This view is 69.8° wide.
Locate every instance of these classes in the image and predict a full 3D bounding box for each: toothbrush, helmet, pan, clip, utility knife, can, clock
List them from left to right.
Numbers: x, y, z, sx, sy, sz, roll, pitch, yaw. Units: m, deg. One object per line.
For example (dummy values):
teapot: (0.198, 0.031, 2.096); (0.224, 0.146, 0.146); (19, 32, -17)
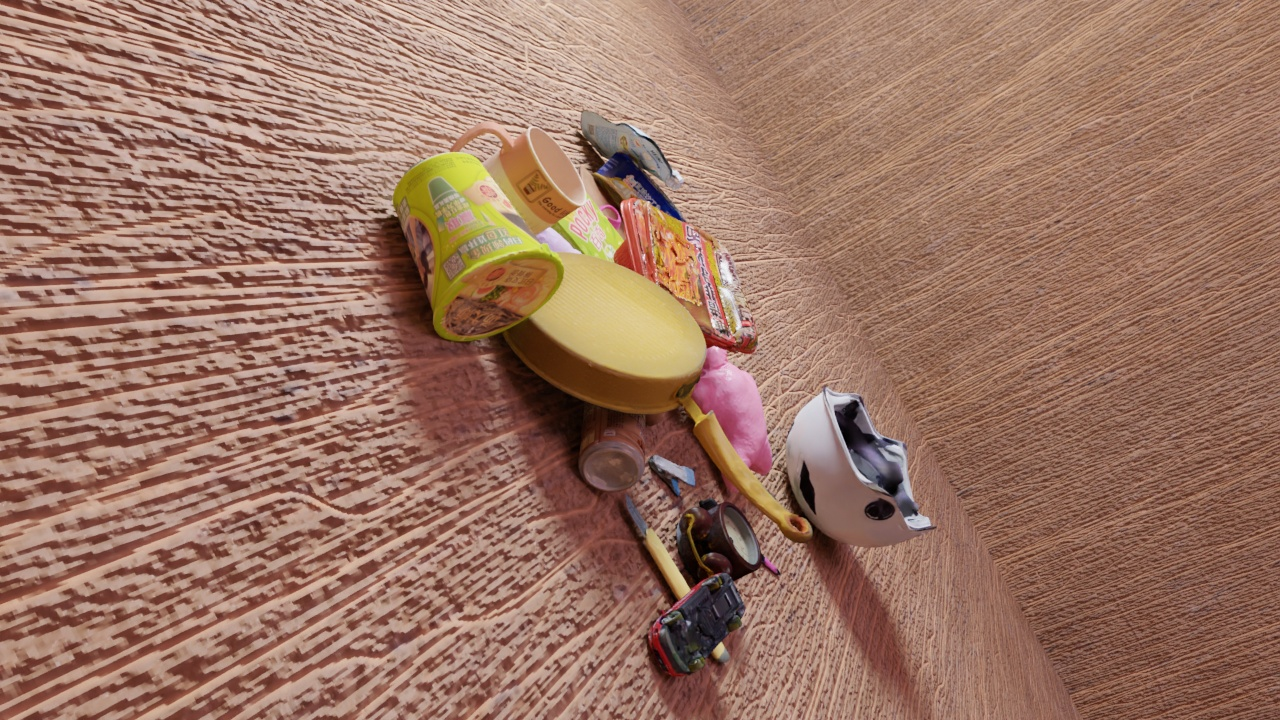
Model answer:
can: (-0.025, 0.062, 0.841); (0.058, 0.059, 0.116); (49, 23, -28)
can: (0.002, -0.217, 1.255); (0.148, 0.049, 0.074); (46, -5, -21)
pan: (0.022, 0.029, 0.830); (0.357, 0.078, 0.197); (36, 32, 14)
clip: (0.031, 0.116, 0.958); (0.058, 0.045, 0.027); (37, 32, -28)
utility knife: (0.035, 0.203, 0.847); (0.188, 0.020, 0.031); (64, 15, -7)
clock: (0.074, 0.185, 0.913); (0.121, 0.055, 0.082); (16, 48, -60)
toothbrush: (0.120, 0.205, 1.054); (0.189, 0.018, 0.014); (45, 23, -38)
helmet: (0.294, 0.168, 1.334); (0.258, 0.146, 0.228); (37, 28, -31)

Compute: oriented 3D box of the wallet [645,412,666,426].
wallet: (-0.006, 0.006, 1.005); (0.115, 0.033, 0.090); (55, 23, -16)

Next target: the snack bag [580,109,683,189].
snack bag: (-0.013, -0.290, 1.258); (0.191, 0.038, 0.110); (36, -16, 53)

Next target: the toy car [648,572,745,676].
toy car: (0.047, 0.230, 0.799); (0.120, 0.045, 0.053); (-23, 85, -55)

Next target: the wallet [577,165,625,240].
wallet: (-0.049, -0.194, 1.197); (0.101, 0.020, 0.115); (48, 20, -29)

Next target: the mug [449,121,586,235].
mug: (-0.125, -0.160, 0.836); (0.114, 0.106, 0.081); (45, 25, -35)

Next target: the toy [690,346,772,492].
toy: (0.117, 0.068, 1.139); (0.195, 0.075, 0.178); (64, 29, -19)

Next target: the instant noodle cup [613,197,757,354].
instant noodle cup: (0.040, -0.083, 1.032); (0.188, 0.079, 0.164); (20, 47, -43)

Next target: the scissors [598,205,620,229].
scissors: (-0.064, -0.166, 1.106); (0.133, 0.017, 0.131); (8, 67, -51)

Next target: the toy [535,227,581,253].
toy: (-0.082, -0.095, 0.951); (0.108, 0.039, 0.083); (40, 45, -51)

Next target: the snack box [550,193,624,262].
snack box: (-0.065, -0.144, 1.052); (0.156, 0.026, 0.085); (50, 35, -25)

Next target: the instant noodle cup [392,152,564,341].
instant noodle cup: (-0.138, -0.097, 0.733); (0.123, 0.112, 0.111); (59, 19, 19)
